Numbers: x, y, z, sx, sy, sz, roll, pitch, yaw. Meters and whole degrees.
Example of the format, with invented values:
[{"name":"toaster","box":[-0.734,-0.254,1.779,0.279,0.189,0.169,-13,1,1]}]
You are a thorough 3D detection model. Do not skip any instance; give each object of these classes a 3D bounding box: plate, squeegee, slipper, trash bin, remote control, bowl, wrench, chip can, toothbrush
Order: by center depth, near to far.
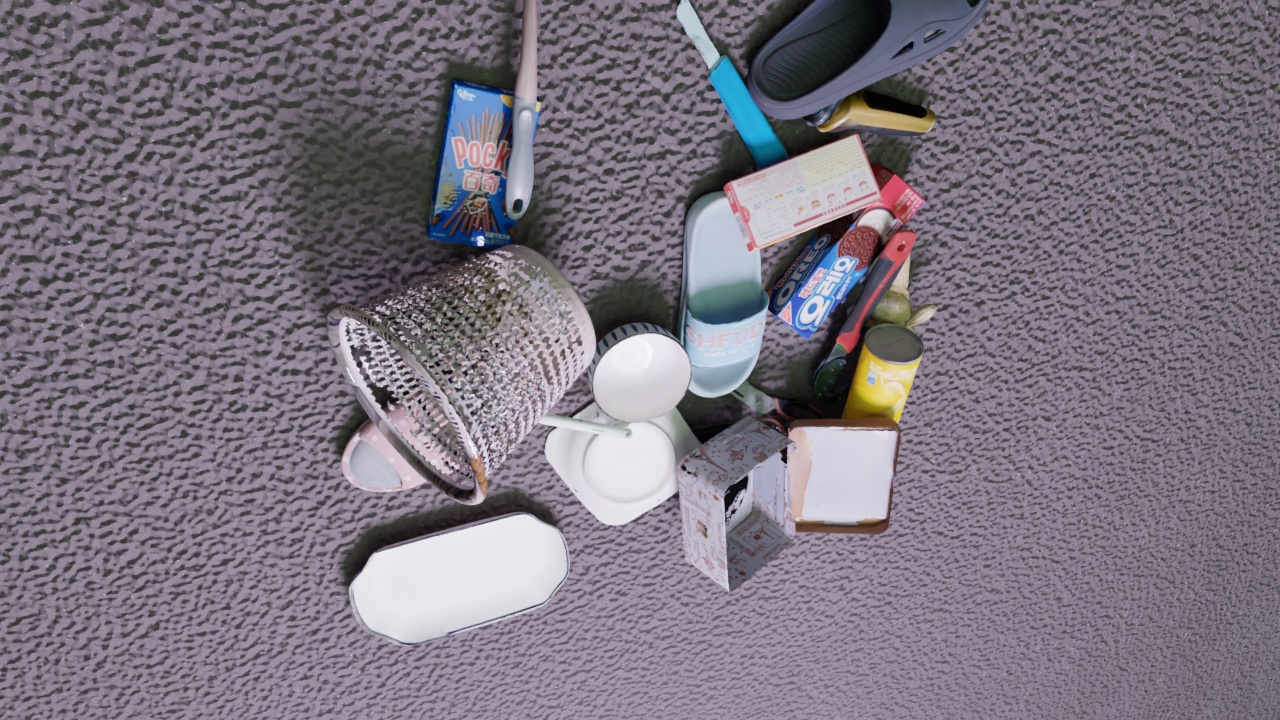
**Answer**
[{"name":"squeegee","box":[-0.107,-0.253,0.851,0.247,0.040,0.250,-1,108,-20]},{"name":"slipper","box":[0.226,-0.334,0.893,0.268,0.110,0.083,-30,164,5]},{"name":"trash bin","box":[-0.159,-0.005,0.895,0.191,0.228,0.228,-39,128,-29]},{"name":"slipper","box":[-0.203,0.067,1.016,0.274,0.054,0.114,-30,123,-3]},{"name":"toothbrush","box":[-0.092,0.068,1.024,0.189,0.020,0.029,12,94,-27]},{"name":"slipper","box":[0.097,-0.068,1.029,0.104,0.074,0.246,-9,117,-14]},{"name":"bowl","box":[-0.006,0.006,1.041,0.116,0.066,0.117,-7,120,-13]},{"name":"wrench","box":[0.260,-0.044,1.086,0.056,0.016,0.274,-4,137,-18]},{"name":"plate","box":[-0.014,0.117,1.103,0.164,0.034,0.163,-36,111,3]},{"name":"plate","box":[-0.220,0.262,1.131,0.265,0.034,0.162,-15,122,-11]},{"name":"chip can","box":[0.290,0.056,1.134,0.072,0.072,0.214,-9,136,-14]},{"name":"remote control","box":[0.065,0.114,1.150,0.136,0.024,0.053,-13,122,-11]}]

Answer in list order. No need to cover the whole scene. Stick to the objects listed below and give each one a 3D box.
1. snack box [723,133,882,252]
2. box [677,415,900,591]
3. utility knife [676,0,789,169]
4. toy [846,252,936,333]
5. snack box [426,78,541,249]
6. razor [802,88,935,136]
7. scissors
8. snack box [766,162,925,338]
[{"name":"snack box","box":[0.173,-0.179,0.976,0.155,0.027,0.077,-22,91,-10]},{"name":"box","box":[0.178,0.159,1.119,0.273,0.125,0.179,-14,126,-12]},{"name":"utility knife","box":[0.095,-0.278,0.944,0.034,0.018,0.216,-36,124,5]},{"name":"toy","box":[0.303,-0.074,1.109,0.105,0.066,0.157,-2,120,20]},{"name":"snack box","box":[-0.156,-0.190,0.905,0.084,0.026,0.157,6,116,-21]},{"name":"razor","box":[0.245,-0.269,0.981,0.167,0.062,0.068,3,147,-25]},{"name":"scissors","box":[0.153,0.072,1.146,0.205,0.015,0.197,-9,100,-26]},{"name":"snack box","box":[0.230,-0.123,1.053,0.058,0.057,0.208,32,105,-26]}]
